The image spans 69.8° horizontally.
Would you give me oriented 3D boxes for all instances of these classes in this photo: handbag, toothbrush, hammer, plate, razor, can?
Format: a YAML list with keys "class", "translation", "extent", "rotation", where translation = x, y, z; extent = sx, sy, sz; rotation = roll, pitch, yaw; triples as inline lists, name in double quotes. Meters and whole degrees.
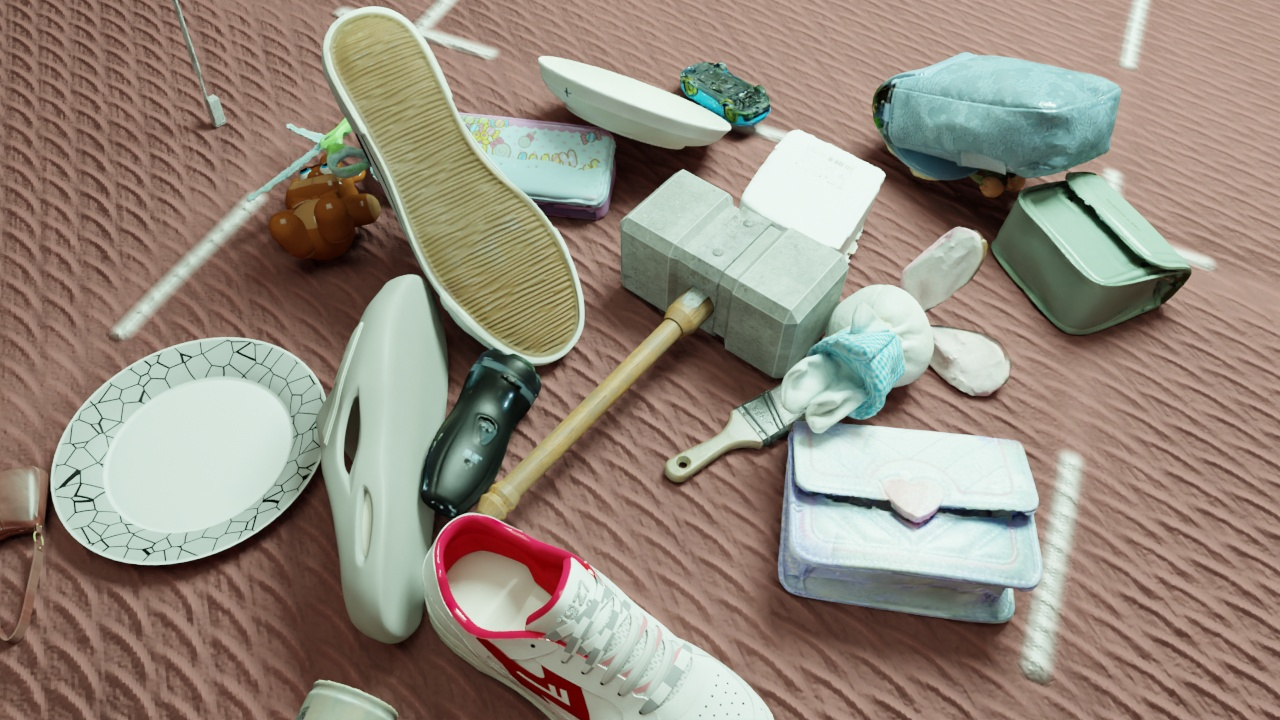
- class: "handbag"
  translation: [0.305, -0.202, 0.800]
  extent: [0.121, 0.119, 0.192]
  rotation: [-26, 38, -29]
- class: "handbag"
  translation: [-0.419, 0.130, 0.607]
  extent: [0.055, 0.029, 0.119]
  rotation: [-18, 60, -11]
- class: "toothbrush"
  translation: [-0.397, -0.282, 0.815]
  extent: [0.010, 0.182, 0.010]
  rotation: [36, 57, 17]
- class: "handbag"
  translation: [0.175, 0.096, 0.611]
  extent: [0.159, 0.069, 0.126]
  rotation: [6, 52, 7]
- class: "hammer"
  translation: [-0.004, 0.004, 0.666]
  extent: [0.163, 0.083, 0.316]
  rotation: [33, 59, 22]
- class: "handbag"
  translation: [0.368, -0.094, 0.754]
  extent: [0.106, 0.067, 0.121]
  rotation: [-16, 55, -14]
- class: "plate"
  translation: [-0.009, -0.228, 0.831]
  extent: [0.182, 0.034, 0.182]
  rotation: [18, 21, -7]
- class: "plate"
  translation: [-0.319, 0.063, 0.661]
  extent: [0.188, 0.016, 0.188]
  rotation: [0, 53, 0]
- class: "razor"
  translation: [-0.109, 0.047, 0.637]
  extent: [0.053, 0.064, 0.140]
  rotation: [33, 40, -13]
- class: "can"
  translation: [-0.185, 0.250, 0.499]
  extent: [0.054, 0.054, 0.135]
  rotation: [13, 54, 9]

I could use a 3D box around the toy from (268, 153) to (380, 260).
- class: "toy"
  translation: [-0.272, -0.140, 0.785]
  extent: [0.095, 0.065, 0.127]
  rotation: [-12, 49, 1]

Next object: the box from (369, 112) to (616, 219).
- class: "box"
  translation: [-0.130, -0.173, 0.819]
  extent: [0.214, 0.065, 0.078]
  rotation: [7, 66, 4]

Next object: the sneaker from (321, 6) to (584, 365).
- class: "sneaker"
  translation: [-0.147, -0.124, 0.728]
  extent: [0.120, 0.127, 0.294]
  rotation: [-34, 94, -18]

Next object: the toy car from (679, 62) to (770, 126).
- class: "toy car"
  translation: [0.082, -0.258, 0.895]
  extent: [0.048, 0.032, 0.105]
  rotation: [-33, 55, -22]

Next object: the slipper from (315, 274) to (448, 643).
- class: "slipper"
  translation: [-0.186, 0.059, 0.620]
  extent: [0.081, 0.113, 0.265]
  rotation: [-9, 58, 7]

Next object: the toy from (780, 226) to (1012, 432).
- class: "toy"
  translation: [0.170, -0.003, 0.673]
  extent: [0.204, 0.131, 0.106]
  rotation: [-29, 14, -33]

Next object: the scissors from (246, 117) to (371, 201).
- class: "scissors"
  translation: [-0.267, -0.188, 0.788]
  extent: [0.172, 0.021, 0.171]
  rotation: [29, 66, 39]

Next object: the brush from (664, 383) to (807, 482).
- class: "brush"
  translation: [0.082, 0.049, 0.678]
  extent: [0.151, 0.012, 0.039]
  rotation: [-26, 58, -19]

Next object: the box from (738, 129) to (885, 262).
- class: "box"
  translation: [0.143, -0.122, 0.794]
  extent: [0.102, 0.091, 0.107]
  rotation: [30, 63, 11]

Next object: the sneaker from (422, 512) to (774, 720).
- class: "sneaker"
  translation: [-0.028, 0.165, 0.532]
  extent: [0.237, 0.104, 0.090]
  rotation: [29, 58, 19]
